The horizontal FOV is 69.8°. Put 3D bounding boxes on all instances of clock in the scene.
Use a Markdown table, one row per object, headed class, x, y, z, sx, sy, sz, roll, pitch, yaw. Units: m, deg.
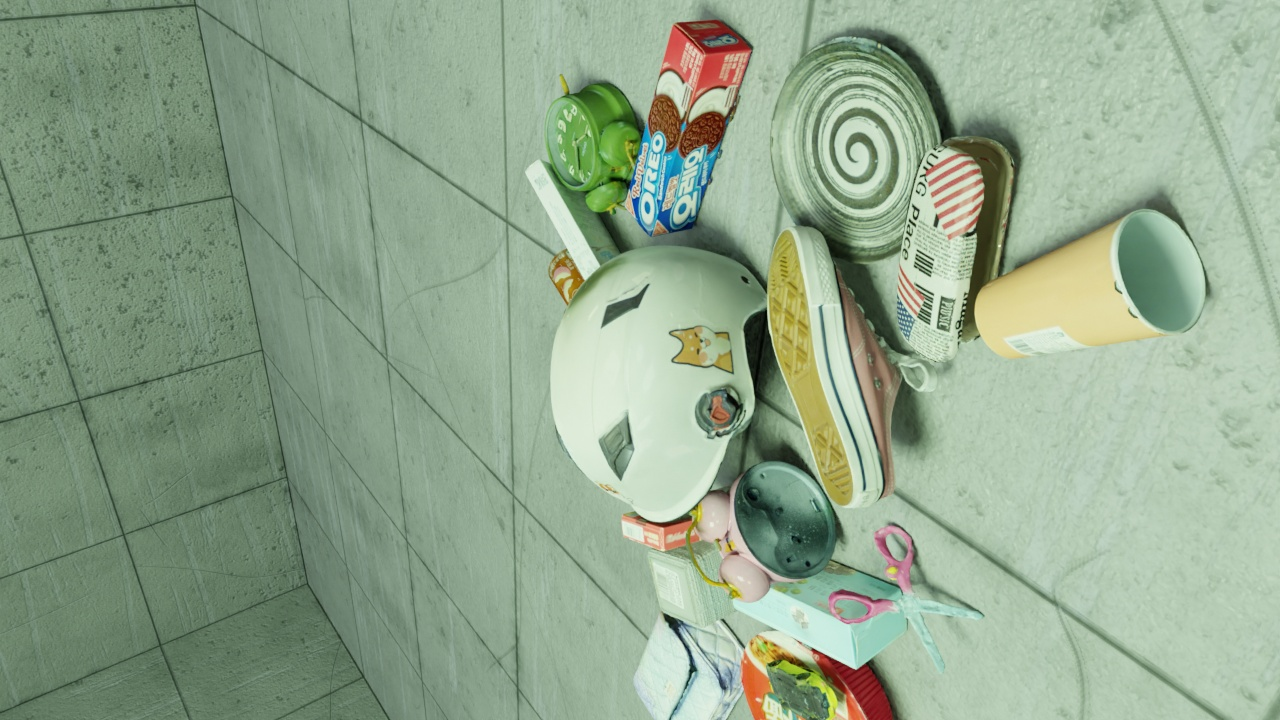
| class | x | y | z | sx | sy | sz | roll | pitch | yaw |
| --- | --- | --- | --- | --- | --- | --- | --- | --- | --- |
| clock | -0.047 | -0.230 | 1.001 | 0.161 | 0.056 | 0.116 | 51 | 144 | 28 |
| clock | 0.112 | 0.167 | 0.884 | 0.060 | 0.158 | 0.117 | -44 | 68 | 51 |

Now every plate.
| class | x | y | z | sx | sy | sz | roll | pitch | yaw |
| --- | --- | --- | --- | --- | --- | --- | --- | --- | --- |
| plate | 0.174 | -0.167 | 0.739 | 0.179 | 0.024 | 0.180 | 34 | 135 | 43 |

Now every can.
| class | x | y | z | sx | sy | sz | roll | pitch | yaw |
| --- | --- | --- | --- | --- | --- | --- | --- | --- | --- |
| can | -0.056 | -0.070 | 1.080 | 0.147 | 0.057 | 0.058 | 56 | 146 | 37 |

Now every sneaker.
| class | x | y | z | sx | sy | sz | roll | pitch | yaw |
| --- | --- | --- | --- | --- | --- | --- | --- | --- | --- |
| sneaker | 0.175 | 0.000 | 0.769 | 0.118 | 0.087 | 0.241 | 137 | 120 | -70 |

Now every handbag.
| class | x | y | z | sx | sy | sz | roll | pitch | yaw |
| --- | --- | --- | --- | --- | --- | --- | --- | --- | --- |
| handbag | 0.059 | 0.397 | 1.165 | 0.134 | 0.075 | 0.194 | 48 | 141 | 31 |

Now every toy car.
| class | x | y | z | sx | sy | sz | roll | pitch | yaw |
| --- | --- | --- | --- | --- | --- | --- | --- | --- | --- |
| toy car | 0.158 | 0.321 | 0.897 | 0.105 | 0.032 | 0.048 | -17 | 92 | 69 |

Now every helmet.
| class | x | y | z | sx | sy | sz | roll | pitch | yaw |
| --- | --- | --- | --- | --- | --- | --- | --- | --- | --- |
| helmet | -0.005 | 0.005 | 0.893 | 0.230 | 0.156 | 0.273 | -1 | 68 | 59 |

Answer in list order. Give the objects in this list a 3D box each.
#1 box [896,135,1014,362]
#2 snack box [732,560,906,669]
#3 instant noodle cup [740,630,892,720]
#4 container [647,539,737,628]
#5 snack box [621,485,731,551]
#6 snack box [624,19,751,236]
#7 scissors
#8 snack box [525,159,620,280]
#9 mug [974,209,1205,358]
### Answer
| class | x | y | z | sx | sy | sz | roll | pitch | yaw |
| --- | --- | --- | --- | --- | --- | --- | --- | --- | --- |
| box | 0.215 | -0.074 | 0.658 | 0.075 | 0.083 | 0.164 | 18 | 129 | 27 |
| snack box | 0.171 | 0.237 | 0.911 | 0.175 | 0.074 | 0.052 | 11 | 117 | 54 |
| instant noodle cup | 0.193 | 0.360 | 0.956 | 0.194 | 0.065 | 0.194 | 34 | 134 | 43 |
| container | 0.078 | 0.228 | 1.008 | 0.090 | 0.114 | 0.090 | 2 | 109 | 55 |
| snack box | 0.063 | 0.163 | 0.960 | 0.075 | 0.152 | 0.025 | 5 | 102 | 55 |
| snack box | 0.041 | -0.215 | 0.878 | 0.057 | 0.058 | 0.208 | 53 | 144 | 30 |
| scissors | 0.228 | 0.215 | 0.811 | 0.017 | 0.130 | 0.133 | 55 | -168 | -62 |
| snack box | -0.068 | -0.154 | 1.050 | 0.027 | 0.084 | 0.156 | -34 | 75 | 21 |
| mug | 0.285 | -0.041 | 0.600 | 0.123 | 0.078 | 0.078 | -27 | 84 | 62 |
